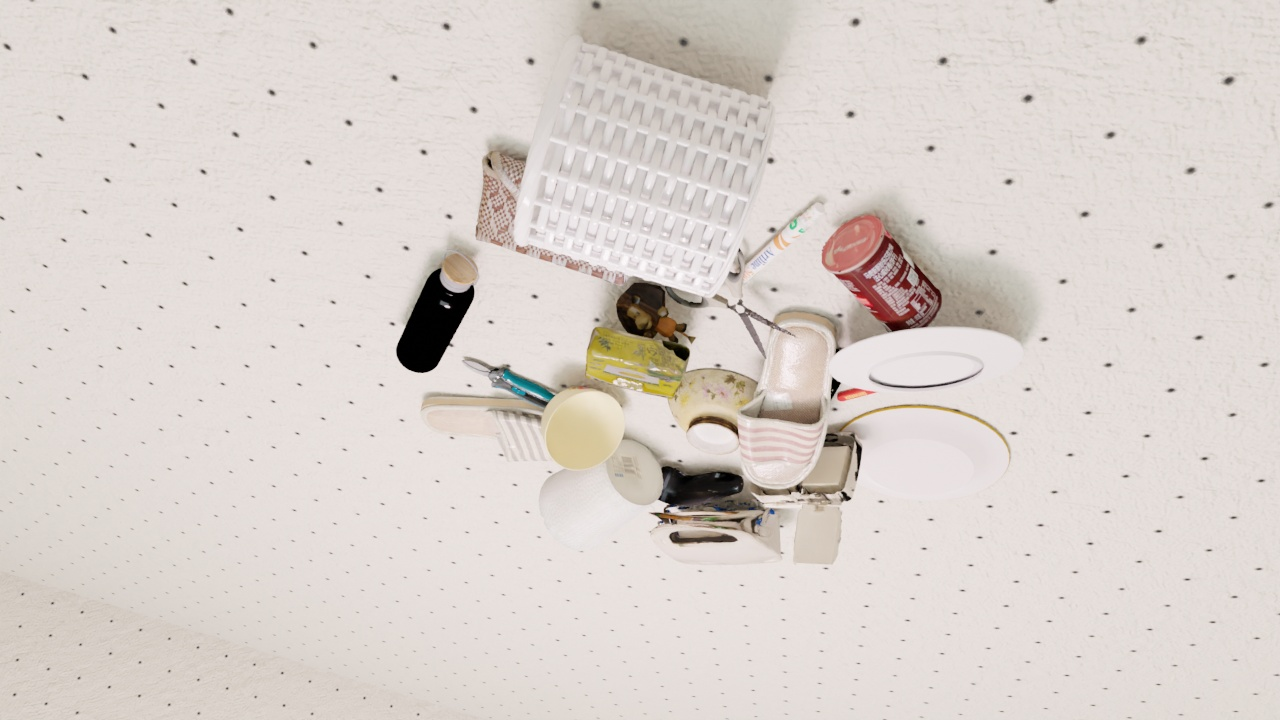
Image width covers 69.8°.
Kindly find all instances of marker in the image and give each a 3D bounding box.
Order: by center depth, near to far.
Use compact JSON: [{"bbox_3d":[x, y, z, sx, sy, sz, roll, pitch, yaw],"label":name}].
[{"bbox_3d":[0.146,-0.122,0.981,0.017,0.017,0.146,27,142,-17],"label":"marker"}]

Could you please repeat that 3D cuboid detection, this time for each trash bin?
[{"bbox_3d":[-0.055,0.199,1.385,0.133,0.133,0.162,32,136,-22],"label":"trash bin"}]

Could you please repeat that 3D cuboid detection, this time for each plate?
[{"bbox_3d":[0.316,0.008,1.023,0.208,0.015,0.209,1,160,0],"label":"plate"},{"bbox_3d":[0.375,0.136,1.238,0.230,0.021,0.230,9,143,7],"label":"plate"}]

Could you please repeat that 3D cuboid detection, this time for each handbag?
[{"bbox_3d":[-0.089,-0.151,0.999,0.186,0.046,0.124,17,144,-3],"label":"handbag"},{"bbox_3d":[0.109,0.252,1.407,0.201,0.092,0.199,-8,155,27],"label":"handbag"}]

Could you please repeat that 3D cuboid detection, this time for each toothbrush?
[{"bbox_3d":[0.332,0.025,1.109,0.213,0.017,0.012,-19,132,37],"label":"toothbrush"}]

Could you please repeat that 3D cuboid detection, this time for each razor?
[{"bbox_3d":[0.085,0.184,1.381,0.141,0.052,0.064,-9,113,21],"label":"razor"}]

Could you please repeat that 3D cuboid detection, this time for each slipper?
[{"bbox_3d":[0.177,0.061,1.125,0.115,0.052,0.263,10,125,6],"label":"slipper"},{"bbox_3d":[-0.202,0.103,1.370,0.273,0.053,0.115,9,138,9],"label":"slipper"}]

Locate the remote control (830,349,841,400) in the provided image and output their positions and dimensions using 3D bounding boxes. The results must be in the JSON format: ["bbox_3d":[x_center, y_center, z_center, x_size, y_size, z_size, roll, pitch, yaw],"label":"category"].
[{"bbox_3d":[0.234,0.031,1.157,0.030,0.009,0.140,15,144,0],"label":"remote control"}]

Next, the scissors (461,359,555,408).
[{"bbox_3d":[-0.178,0.031,1.292,0.139,0.019,0.136,-6,136,27],"label":"scissors"}]

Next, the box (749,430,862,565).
[{"bbox_3d":[0.227,0.197,1.229,0.144,0.183,0.099,-6,141,39],"label":"box"}]

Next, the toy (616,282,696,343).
[{"bbox_3d":[0.019,-0.048,1.079,0.100,0.062,0.076,34,125,4],"label":"toy"}]

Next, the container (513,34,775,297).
[{"bbox_3d":[0.001,-0.169,0.824,0.187,0.188,0.190,16,144,-4],"label":"container"}]

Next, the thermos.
[{"bbox_3d":[-0.252,-0.064,1.155,0.061,0.061,0.232,25,142,-14],"label":"thermos"}]

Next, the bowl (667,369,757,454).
[{"bbox_3d":[0.101,0.080,1.222,0.145,0.063,0.145,11,143,8],"label":"bowl"}]

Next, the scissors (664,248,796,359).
[{"bbox_3d":[0.100,-0.073,1.035,0.171,0.012,0.158,14,134,24],"label":"scissors"}]

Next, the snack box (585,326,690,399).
[{"bbox_3d":[-0.007,0.007,1.121,0.121,0.045,0.181,14,170,-1],"label":"snack box"}]

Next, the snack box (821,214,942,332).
[{"bbox_3d":[0.251,-0.086,0.948,0.072,0.072,0.121,-23,131,39],"label":"snack box"}]

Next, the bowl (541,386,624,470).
[{"bbox_3d":[-0.090,0.084,1.275,0.118,0.118,0.074,44,177,-34],"label":"bowl"}]
